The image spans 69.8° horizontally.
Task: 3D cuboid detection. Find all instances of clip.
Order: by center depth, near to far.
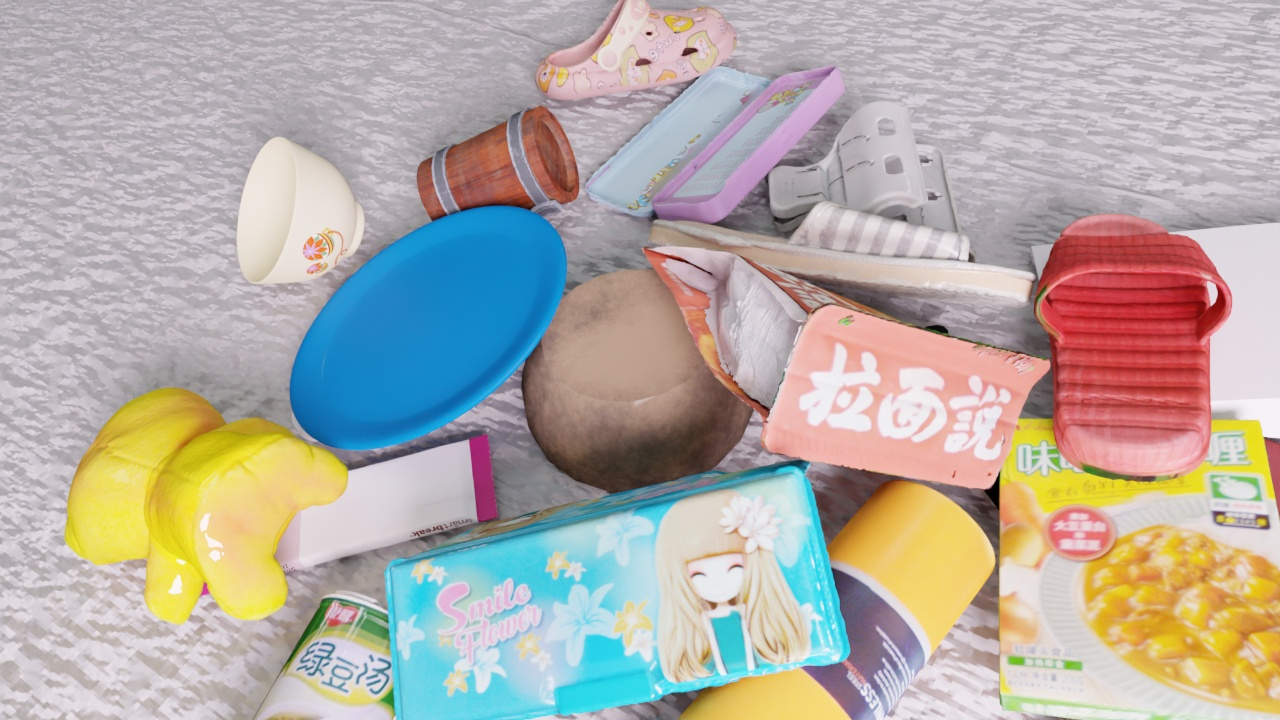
[{"bbox_3d":[0.173,-0.147,0.716,0.151,0.105,0.126,6,48,0],"label":"clip"}]

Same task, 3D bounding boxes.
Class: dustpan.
[{"bbox_3d":[0.400,-0.016,0.584,0.258,0.053,0.191,-4,35,18],"label":"dustpan"}]

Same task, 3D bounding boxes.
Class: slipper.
[{"bbox_3d":[0.292,-0.032,0.549,0.104,0.059,0.248,0,38,24],"label":"slipper"},{"bbox_3d":[0.134,-0.078,0.647,0.273,0.114,0.054,11,89,27],"label":"slipper"},{"bbox_3d":[-0.008,-0.302,0.863,0.197,0.082,0.093,-13,36,2],"label":"slipper"}]

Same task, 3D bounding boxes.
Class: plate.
[{"bbox_3d":[-0.150,-0.024,0.658,0.225,0.024,0.223,-16,45,17],"label":"plate"}]

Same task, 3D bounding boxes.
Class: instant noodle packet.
[{"bbox_3d":[0.105,-0.017,0.567,0.164,0.084,0.221,11,18,-25],"label":"instant noodle packet"}]

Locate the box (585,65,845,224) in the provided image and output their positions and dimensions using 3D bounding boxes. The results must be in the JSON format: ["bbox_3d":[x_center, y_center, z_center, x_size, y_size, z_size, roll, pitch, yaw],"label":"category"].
[{"bbox_3d":[0.066,-0.192,0.793,0.151,0.041,0.213,18,54,38],"label":"box"}]

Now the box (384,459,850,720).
[{"bbox_3d":[-0.017,0.103,0.484,0.227,0.086,0.168,-15,34,14],"label":"box"}]

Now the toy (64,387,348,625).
[{"bbox_3d":[-0.287,0.085,0.571,0.194,0.087,0.134,11,65,34],"label":"toy"}]

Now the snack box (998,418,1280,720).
[{"bbox_3d":[0.257,0.104,0.477,0.132,0.027,0.167,-1,50,23],"label":"snack box"}]

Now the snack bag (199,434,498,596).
[{"bbox_3d":[-0.192,0.100,0.603,0.196,0.016,0.070,-15,49,-1],"label":"snack bag"}]

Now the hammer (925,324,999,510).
[{"bbox_3d":[0.235,0.097,0.537,0.127,0.029,0.323,-17,49,-6],"label":"hammer"}]

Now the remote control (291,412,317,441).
[{"bbox_3d":[-0.224,0.003,0.693,0.043,0.013,0.136,1,51,10],"label":"remote control"}]

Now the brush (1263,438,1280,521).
[{"bbox_3d":[0.374,0.101,0.502,0.173,0.042,0.082,23,57,25],"label":"brush"}]

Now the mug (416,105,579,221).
[{"bbox_3d":[-0.114,-0.134,0.744,0.111,0.081,0.117,-16,72,19],"label":"mug"}]

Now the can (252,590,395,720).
[{"bbox_3d":[-0.169,0.192,0.491,0.067,0.067,0.120,11,53,17],"label":"can"}]

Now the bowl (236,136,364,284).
[{"bbox_3d":[-0.271,-0.115,0.752,0.074,0.118,0.118,9,34,-43],"label":"bowl"}]

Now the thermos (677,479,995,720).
[{"bbox_3d":[0.092,0.166,0.464,0.232,0.076,0.091,-42,35,-24],"label":"thermos"}]

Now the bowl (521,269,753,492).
[{"bbox_3d":[-0.004,0.004,0.621,0.162,0.070,0.162,-4,50,5],"label":"bowl"}]
